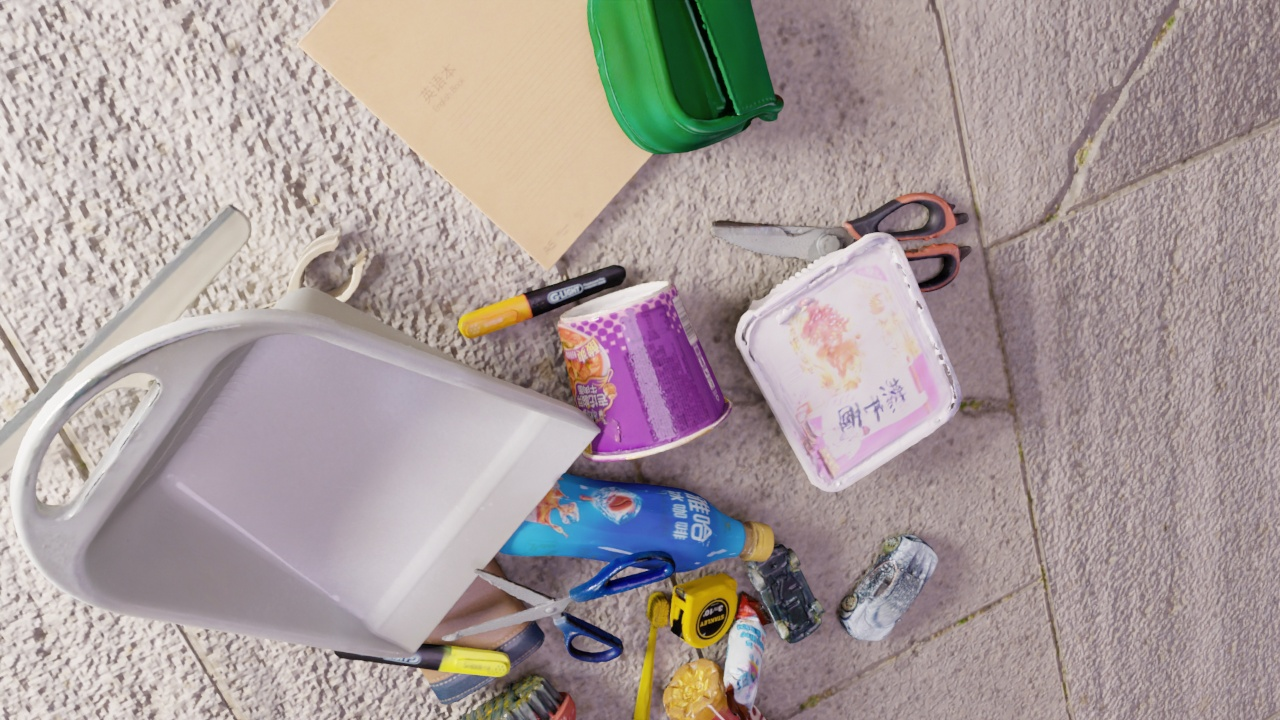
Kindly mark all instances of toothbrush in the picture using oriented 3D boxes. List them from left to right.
[{"bbox_3d":[0.005,0.279,0.753,0.015,0.016,0.190,3,104,-18],"label":"toothbrush"}]

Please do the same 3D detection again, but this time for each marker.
[{"bbox_3d":[-0.153,0.209,0.647,0.124,0.015,0.018,12,96,-16],"label":"marker"},{"bbox_3d":[-0.067,-0.042,0.640,0.123,0.015,0.018,-21,115,-14],"label":"marker"}]

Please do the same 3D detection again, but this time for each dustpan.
[{"bbox_3d":[-0.183,0.078,0.512,0.257,0.142,0.223,36,102,-18],"label":"dustpan"}]

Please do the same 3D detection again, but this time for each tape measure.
[{"bbox_3d":[0.049,0.200,0.737,0.059,0.029,0.057,-6,109,-37],"label":"tape measure"}]

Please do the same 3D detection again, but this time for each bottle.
[{"bbox_3d":[-0.001,0.123,0.681,0.218,0.065,0.065,13,100,-22],"label":"bottle"},{"bbox_3d":[0.090,0.324,0.772,0.057,0.057,0.175,-41,113,-4],"label":"bottle"}]

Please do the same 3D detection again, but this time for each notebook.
[{"bbox_3d":[-0.087,-0.181,0.597,0.211,0.012,0.149,42,89,-23],"label":"notebook"}]

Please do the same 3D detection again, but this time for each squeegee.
[{"bbox_3d":[-0.248,0.064,0.595,0.247,0.039,0.246,-41,114,8],"label":"squeegee"}]

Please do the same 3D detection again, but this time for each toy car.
[{"bbox_3d":[0.118,0.191,0.757,0.043,0.034,0.090,-30,110,-6],"label":"toy car"},{"bbox_3d":[0.216,0.200,0.794,0.049,0.031,0.105,34,93,-23],"label":"toy car"}]

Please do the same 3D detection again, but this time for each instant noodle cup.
[{"bbox_3d":[-0.004,0.004,0.630,0.111,0.111,0.099,-22,101,-12],"label":"instant noodle cup"},{"bbox_3d":[0.151,-0.003,0.693,0.138,0.060,0.173,-33,118,-2],"label":"instant noodle cup"}]

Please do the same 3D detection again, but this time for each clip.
[{"bbox_3d":[-0.214,-0.037,0.583,0.101,0.035,0.076,-46,115,3],"label":"clip"}]

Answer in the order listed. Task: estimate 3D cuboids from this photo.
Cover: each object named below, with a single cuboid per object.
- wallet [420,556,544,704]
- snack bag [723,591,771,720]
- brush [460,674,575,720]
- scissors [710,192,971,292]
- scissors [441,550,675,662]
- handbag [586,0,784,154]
[{"bbox_3d":[-0.134,0.185,0.673,0.090,0.033,0.115,-30,111,-11],"label":"wallet"},{"bbox_3d":[0.083,0.239,0.736,0.026,0.105,0.045,-10,127,25],"label":"snack bag"},{"bbox_3d":[-0.111,0.302,0.696,0.145,0.063,0.069,-33,101,-9],"label":"brush"},{"bbox_3d":[0.156,-0.103,0.698,0.210,0.015,0.177,40,92,-24],"label":"scissors"},{"bbox_3d":[-0.052,0.178,0.658,0.176,0.012,0.162,-22,134,-1],"label":"scissors"},{"bbox_3d":[0.035,-0.205,0.596,0.120,0.068,0.131,-20,101,-32],"label":"handbag"}]
